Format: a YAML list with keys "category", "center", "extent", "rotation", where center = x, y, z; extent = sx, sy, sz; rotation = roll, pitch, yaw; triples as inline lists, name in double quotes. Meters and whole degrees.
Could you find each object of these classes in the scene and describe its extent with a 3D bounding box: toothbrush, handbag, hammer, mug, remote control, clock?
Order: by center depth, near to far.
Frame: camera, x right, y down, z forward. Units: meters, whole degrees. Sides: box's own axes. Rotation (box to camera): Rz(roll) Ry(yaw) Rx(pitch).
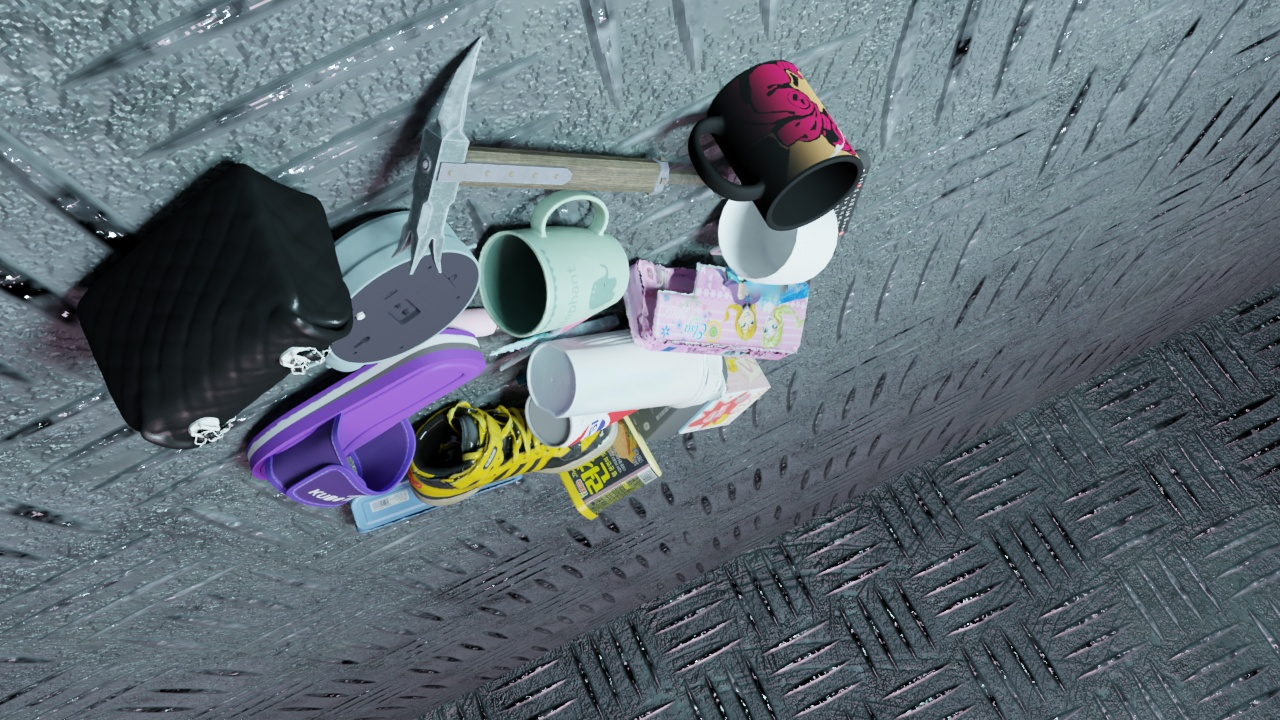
- category: "handbag"
  center: [-0.245, -0.022, 0.568]
  extent: [0.154, 0.125, 0.114]
  rotation: [-33, 158, 12]
- category: "clock"
  center: [-0.190, -0.044, 0.663]
  extent: [0.159, 0.045, 0.122]
  rotation: [-35, 163, -3]
- category: "hammer"
  center: [-0.023, -0.140, 0.668]
  extent: [0.316, 0.028, 0.147]
  rotation: [-10, 129, -47]
- category: "mug"
  center: [0.093, -0.157, 0.692]
  extent: [0.117, 0.098, 0.082]
  rotation: [-18, 157, -24]
- category: "mug"
  center: [-0.061, -0.081, 0.729]
  extent: [0.103, 0.084, 0.111]
  rotation: [-17, 129, -45]
- category: "toothbrush"
  center: [-0.156, -0.031, 0.789]
  extent: [0.222, 0.026, 0.027]
  rotation: [-9, 171, -41]
- category: "mug"
  center: [0.117, -0.114, 0.837]
  extent: [0.116, 0.094, 0.068]
  rotation: [-16, 173, 42]
- category: "remote control"
  center: [0.202, -0.160, 0.927]
  extent: [0.033, 0.015, 0.147]
  rotation: [-24, 158, -9]

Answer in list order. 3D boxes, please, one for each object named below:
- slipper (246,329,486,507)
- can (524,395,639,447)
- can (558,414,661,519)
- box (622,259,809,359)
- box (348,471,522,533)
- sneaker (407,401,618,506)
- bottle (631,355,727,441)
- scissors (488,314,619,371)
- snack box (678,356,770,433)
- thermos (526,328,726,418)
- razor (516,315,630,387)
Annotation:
- category: "slipper"
  center: [-0.239, 0.073, 0.805]
  extent: [0.267, 0.084, 0.107]
  rotation: [-30, 163, 24]
- category: "can"
  center: [-0.055, 0.041, 0.970]
  extent: [0.131, 0.070, 0.070]
  rotation: [-25, 164, -50]
- category: "can"
  center: [-0.050, 0.103, 1.078]
  extent: [0.101, 0.130, 0.072]
  rotation: [-30, 159, 0]
- category: "box"
  center: [0.087, -0.052, 0.910]
  extent: [0.230, 0.084, 0.071]
  rotation: [4, 156, -45]
- category: "box"
  center: [-0.239, 0.156, 1.097]
  extent: [0.209, 0.043, 0.125]
  rotation: [-17, 156, -20]
- category: "sneaker"
  center: [-0.137, 0.083, 0.980]
  extent: [0.238, 0.086, 0.122]
  rotation: [-19, 161, -11]
- category: "bottle"
  center: [0.050, 0.012, 1.051]
  extent: [0.046, 0.083, 0.174]
  rotation: [-6, 149, -43]
- category: "scissors"
  center: [-0.067, -0.030, 0.872]
  extent: [0.171, 0.013, 0.176]
  rotation: [-33, 170, 32]
- category: "snack box"
  center: [0.088, 0.031, 1.142]
  extent: [0.094, 0.079, 0.093]
  rotation: [-6, 150, -42]
- category: "thermos"
  center: [-0.005, 0.005, 0.913]
  extent: [0.219, 0.099, 0.100]
  rotation: [-6, 151, -46]
- category: "razor"
  center: [-0.063, -0.005, 0.964]
  extent: [0.144, 0.022, 0.042]
  rotation: [-26, 158, -2]
